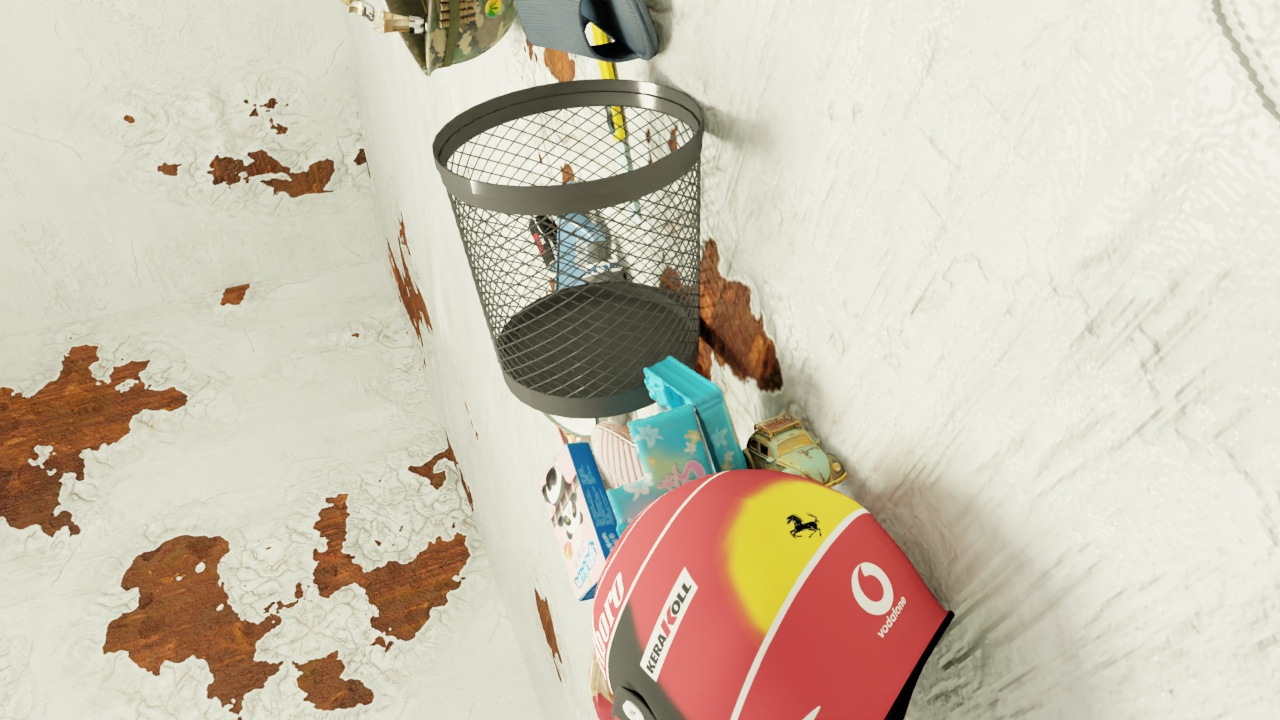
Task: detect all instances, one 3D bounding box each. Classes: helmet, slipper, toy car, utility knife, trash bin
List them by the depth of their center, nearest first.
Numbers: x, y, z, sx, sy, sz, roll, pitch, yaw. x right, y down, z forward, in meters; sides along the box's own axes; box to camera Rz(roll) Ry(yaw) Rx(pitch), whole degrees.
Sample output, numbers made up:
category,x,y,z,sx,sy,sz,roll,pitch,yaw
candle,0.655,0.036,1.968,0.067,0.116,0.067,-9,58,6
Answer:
category,x,y,z,sx,sy,sz,roll,pitch,yaw
helmet,0.076,0.198,0.641,0.225,0.197,0.272,28,134,26
toy car,0.113,0.070,0.718,0.112,0.047,0.047,24,132,65
trash bin,-0.048,-0.096,0.803,0.217,0.217,0.228,-129,26,-49
slipper,-0.086,-0.337,0.829,0.263,0.082,0.101,45,164,35
utility knife,-0.026,-0.250,0.914,0.030,0.019,0.228,-138,33,-72
slipper,0.042,0.123,0.941,0.239,0.064,0.094,23,130,45
helmet,-0.258,-0.443,1.058,0.192,0.236,0.225,56,164,32

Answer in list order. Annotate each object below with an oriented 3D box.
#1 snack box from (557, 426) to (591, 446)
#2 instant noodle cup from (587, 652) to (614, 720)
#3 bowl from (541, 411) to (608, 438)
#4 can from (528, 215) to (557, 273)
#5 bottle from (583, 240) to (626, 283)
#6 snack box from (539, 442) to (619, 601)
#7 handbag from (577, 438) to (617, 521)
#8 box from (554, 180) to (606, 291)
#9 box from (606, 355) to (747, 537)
category,x,y,z,sx,sy,sz,roll,pitch,yaw
snack box,-0.084,0.093,1.306,0.133,0.035,0.152,121,130,-65
instant noodle cup,0.040,0.338,0.973,0.078,0.178,0.178,75,172,-69
bowl,-0.088,0.019,1.163,0.153,0.072,0.154,34,148,25
can,-0.123,-0.156,1.225,0.032,0.031,0.080,104,145,-56
bottle,-0.037,-0.078,1.024,0.047,0.047,0.112,177,79,-71
snack box,-0.064,0.177,1.017,0.088,0.033,0.154,-53,49,46
handbag,-0.028,0.153,1.092,0.171,0.112,0.124,60,146,37
box,-0.085,-0.111,1.135,0.210,0.047,0.122,99,150,-50
box,0.031,0.127,0.761,0.097,0.117,0.227,34,148,60
